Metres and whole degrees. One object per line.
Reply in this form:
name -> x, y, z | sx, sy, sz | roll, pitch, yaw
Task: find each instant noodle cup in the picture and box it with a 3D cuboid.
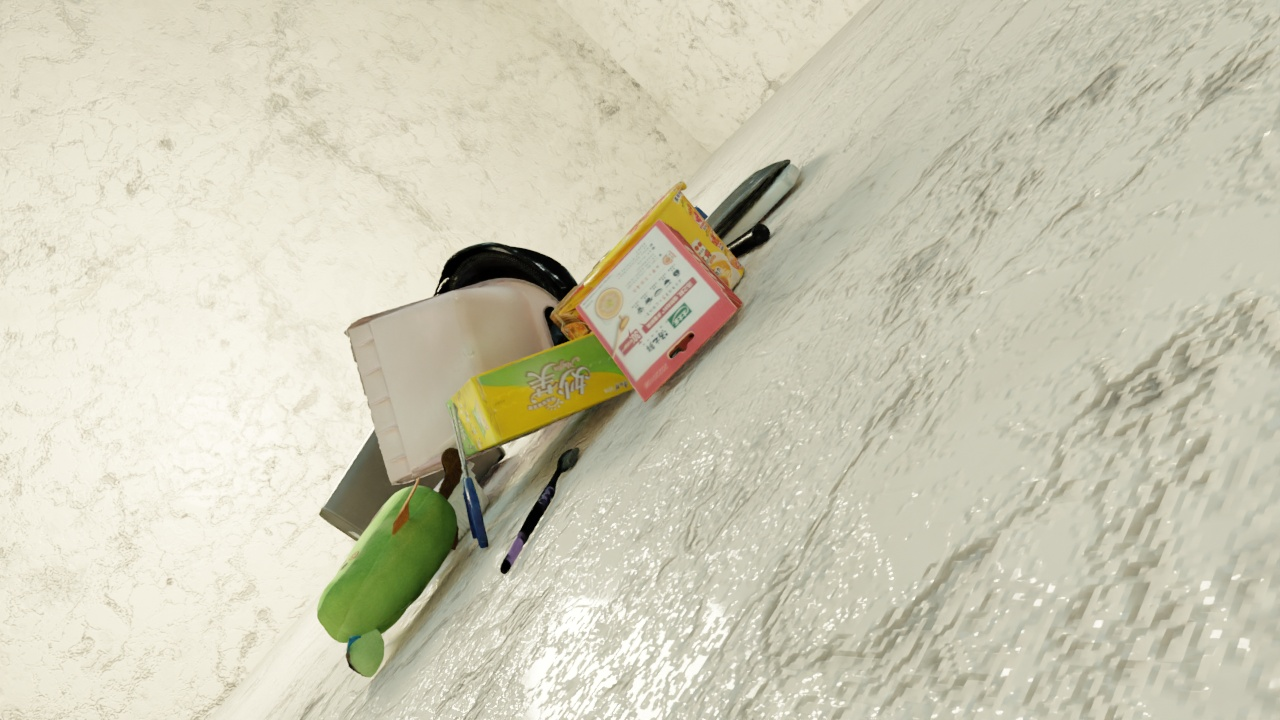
instant noodle cup -> 0.029, -0.090, 0.916 | 0.138, 0.110, 0.138 | -47, 7, 7
instant noodle cup -> -0.031, -0.055, 1.071 | 0.138, 0.108, 0.138 | -46, 7, 7
instant noodle cup -> -0.254, 0.202, 1.176 | 0.137, 0.060, 0.174 | -50, 9, -22

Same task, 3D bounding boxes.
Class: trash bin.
trash bin -> -0.352, 0.180, 1.383 | 0.219, 0.199, 0.199 | -58, 10, -22

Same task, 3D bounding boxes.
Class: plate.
plate -> 0.115, -0.188, 1.138 | 0.179, 0.024, 0.179 | -43, -4, -4

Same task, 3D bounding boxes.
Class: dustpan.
dustpan -> -0.217, 0.017, 1.168 | 0.274, 0.222, 0.138 | -20, -7, 35

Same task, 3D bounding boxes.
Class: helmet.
helmet -> -0.177, -0.043, 1.286 | 0.229, 0.234, 0.275 | -44, -37, -62

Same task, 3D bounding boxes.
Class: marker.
marker -> 0.106, -0.124, 0.997 | 0.132, 0.022, 0.020 | 160, 109, -74

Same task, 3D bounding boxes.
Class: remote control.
remote control -> 0.138, -0.176, 1.090 | 0.136, 0.020, 0.055 | -45, 6, 30

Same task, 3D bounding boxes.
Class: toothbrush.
toothbrush -> -0.085, 0.126, 0.807 | 0.017, 0.014, 0.188 | -30, 15, 26

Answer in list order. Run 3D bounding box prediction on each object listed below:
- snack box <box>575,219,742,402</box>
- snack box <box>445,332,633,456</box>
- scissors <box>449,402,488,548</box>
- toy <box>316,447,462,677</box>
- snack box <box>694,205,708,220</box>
snack box -> 0.021, -0.040, 0.803 | 0.113, 0.127, 0.044 | -45, -34, 13
snack box -> -0.111, 0.036, 0.975 | 0.157, 0.070, 0.210 | -21, -2, -21
scissors -> -0.181, 0.127, 0.960 | 0.012, 0.176, 0.162 | -11, 39, -15
toy -> -0.253, 0.204, 0.963 | 0.246, 0.090, 0.227 | -56, -13, -58
snack box -> 0.062, -0.181, 1.393 | 0.057, 0.058, 0.208 | -48, 7, -8
